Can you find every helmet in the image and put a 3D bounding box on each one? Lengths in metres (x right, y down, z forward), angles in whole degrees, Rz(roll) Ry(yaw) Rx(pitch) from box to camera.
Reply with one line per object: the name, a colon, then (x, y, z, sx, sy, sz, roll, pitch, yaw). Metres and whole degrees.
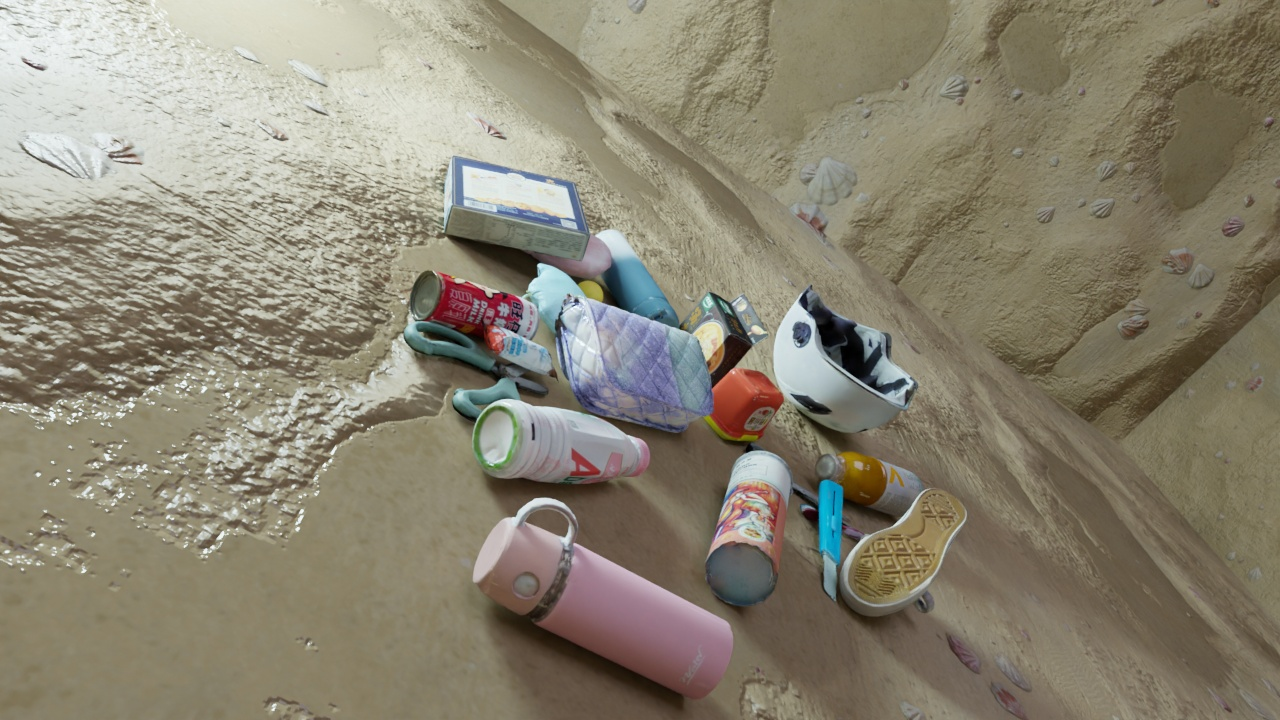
helmet: (0.298, 0.021, 1.434, 0.229, 0.146, 0.258, 26, 32, -25)

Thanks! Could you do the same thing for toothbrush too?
toothbrush: (0.272, 0.219, 1.165, 0.187, 0.016, 0.017, 26, 14, -26)

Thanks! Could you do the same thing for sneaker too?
sneaker: (0.306, 0.239, 1.082, 0.118, 0.088, 0.240, 34, 40, 25)

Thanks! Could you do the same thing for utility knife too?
utility knife: (0.225, 0.208, 1.083, 0.034, 0.018, 0.204, 36, 31, -10)

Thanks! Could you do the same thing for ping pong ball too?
ping pong ball: (-0.069, -0.085, 1.213, 0.040, 0.040, 0.040, 32, 22, -15)

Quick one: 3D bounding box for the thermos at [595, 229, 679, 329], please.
thermos: (-0.011, -0.103, 1.316, 0.070, 0.070, 0.220, 19, 29, -40)

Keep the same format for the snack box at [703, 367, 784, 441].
snack box: (0.132, 0.055, 1.188, 0.091, 0.080, 0.082, 8, 36, -52)

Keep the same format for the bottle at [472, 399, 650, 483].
bottle: (-0.063, 0.081, 0.847, 0.196, 0.068, 0.068, 16, 30, -51)

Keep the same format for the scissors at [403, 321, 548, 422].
scissors: (-0.147, 0.024, 0.896, 0.174, 0.019, 0.176, 25, 23, -37)

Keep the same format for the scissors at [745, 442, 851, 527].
scissors: (0.202, 0.160, 1.176, 0.170, 0.014, 0.150, 14, 32, -47)

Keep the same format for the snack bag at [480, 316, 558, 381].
snack bag: (-0.125, -0.010, 0.952, 0.104, 0.026, 0.048, 27, 25, -38)

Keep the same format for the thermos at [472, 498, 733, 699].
thermos: (-0.022, 0.176, 0.685, 0.198, 0.087, 0.067, 32, 4, -16)

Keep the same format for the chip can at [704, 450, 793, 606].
chip can: (0.115, 0.167, 0.943, 0.071, 0.071, 0.214, 37, 22, -1)

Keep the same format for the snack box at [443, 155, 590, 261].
snack box: (-0.168, -0.206, 1.228, 0.177, 0.046, 0.182, 10, 29, -17)

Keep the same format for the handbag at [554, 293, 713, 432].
handbag: (-0.006, 0.006, 1.060, 0.193, 0.076, 0.134, 19, 49, -43)

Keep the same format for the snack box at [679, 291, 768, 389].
snack box: (0.099, -0.027, 1.242, 0.053, 0.126, 0.113, 26, 24, -28)

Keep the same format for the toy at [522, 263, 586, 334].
toy: (-0.076, -0.049, 1.115, 0.156, 0.050, 0.161, 17, 41, -51)

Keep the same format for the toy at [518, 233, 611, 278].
toy: (-0.116, -0.162, 1.282, 0.159, 0.054, 0.121, 20, 24, -11)

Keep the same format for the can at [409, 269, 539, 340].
can: (-0.172, -0.053, 0.964, 0.132, 0.053, 0.053, 16, 30, -44)

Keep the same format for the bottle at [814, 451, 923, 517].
bottle: (0.314, 0.167, 1.262, 0.189, 0.068, 0.068, 21, 27, -36)
